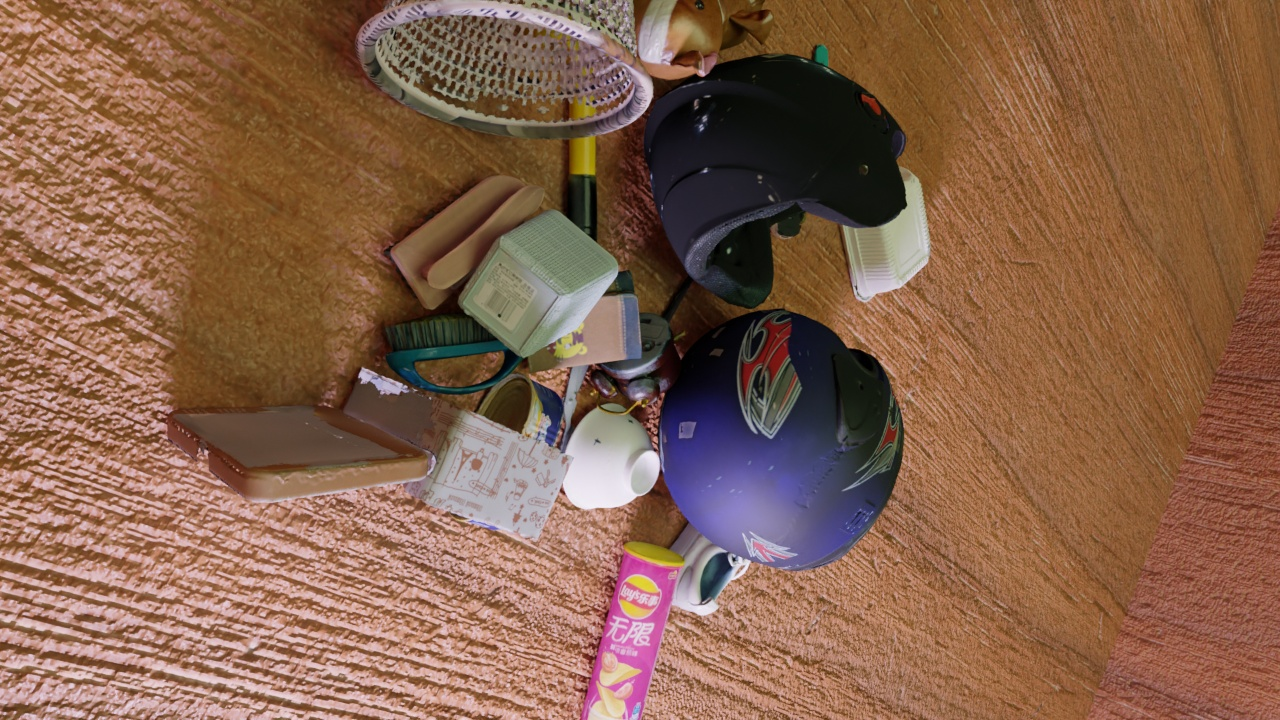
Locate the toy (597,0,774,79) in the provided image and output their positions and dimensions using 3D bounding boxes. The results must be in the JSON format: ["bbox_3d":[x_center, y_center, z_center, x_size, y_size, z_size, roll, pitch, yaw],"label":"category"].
[{"bbox_3d":[0.049,-0.335,0.874,0.199,0.140,0.131,-50,152,-38],"label":"toy"}]

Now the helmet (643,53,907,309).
[{"bbox_3d":[0.136,-0.197,0.935,0.273,0.234,0.230,-31,90,-36],"label":"helmet"}]

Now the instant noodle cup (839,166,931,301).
[{"bbox_3d":[0.339,-0.177,1.248,0.137,0.060,0.173,-39,123,-30],"label":"instant noodle cup"}]

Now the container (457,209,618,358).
[{"bbox_3d":[-0.090,-0.067,0.797,0.090,0.090,0.111,-51,178,24],"label":"container"}]

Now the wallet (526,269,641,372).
[{"bbox_3d":[-0.059,-0.037,0.896,0.115,0.033,0.090,-8,111,-5],"label":"wallet"}]

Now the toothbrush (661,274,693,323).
[{"bbox_3d":[0.053,-0.092,1.033,0.018,0.016,0.180,40,73,-35],"label":"toothbrush"}]

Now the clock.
[{"bbox_3d":[-0.006,0.006,0.954,0.121,0.082,0.055,-60,143,-29],"label":"clock"}]

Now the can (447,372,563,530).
[{"bbox_3d":[-0.128,0.087,0.870,0.049,0.075,0.148,31,80,-47],"label":"can"}]

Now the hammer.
[{"bbox_3d":[-0.056,-0.179,0.897,0.128,0.033,0.301,-10,107,-40],"label":"hammer"}]

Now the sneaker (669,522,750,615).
[{"bbox_3d":[0.119,0.207,1.120,0.241,0.091,0.089,-48,129,-24],"label":"sneaker"}]

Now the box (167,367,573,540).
[{"bbox_3d":[-0.206,0.067,0.718,0.260,0.179,0.105,28,81,-44],"label":"box"}]

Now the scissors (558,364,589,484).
[{"bbox_3d":[-0.073,0.048,0.957,0.168,0.014,0.156,-43,127,-33],"label":"scissors"}]

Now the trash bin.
[{"bbox_3d":[-0.096,-0.305,0.721,0.227,0.228,0.192,13,79,-44],"label":"trash bin"}]

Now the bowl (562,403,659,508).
[{"bbox_3d":[-0.020,0.110,0.971,0.118,0.065,0.118,-22,120,-46],"label":"bowl"}]

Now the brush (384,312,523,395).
[{"bbox_3d":[-0.160,-0.006,0.819,0.143,0.055,0.073,-10,93,-45],"label":"brush"}]

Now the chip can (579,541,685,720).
[{"bbox_3d":[-0.011,0.317,1.041,0.071,0.071,0.210,14,91,-44],"label":"chip can"}]

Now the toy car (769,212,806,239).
[{"bbox_3d":[0.169,-0.207,1.098,0.056,0.037,0.122,0,88,-46],"label":"toy car"}]

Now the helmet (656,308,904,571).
[{"bbox_3d":[0.148,0.061,1.015,0.240,0.248,0.314,50,41,-21],"label":"helmet"}]

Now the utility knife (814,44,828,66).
[{"bbox_3d":[0.225,-0.312,1.138,0.029,0.013,0.151,-21,114,-40],"label":"utility knife"}]

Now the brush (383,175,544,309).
[{"bbox_3d":[-0.147,-0.111,0.801,0.145,0.073,0.063,-45,126,-28],"label":"brush"}]
